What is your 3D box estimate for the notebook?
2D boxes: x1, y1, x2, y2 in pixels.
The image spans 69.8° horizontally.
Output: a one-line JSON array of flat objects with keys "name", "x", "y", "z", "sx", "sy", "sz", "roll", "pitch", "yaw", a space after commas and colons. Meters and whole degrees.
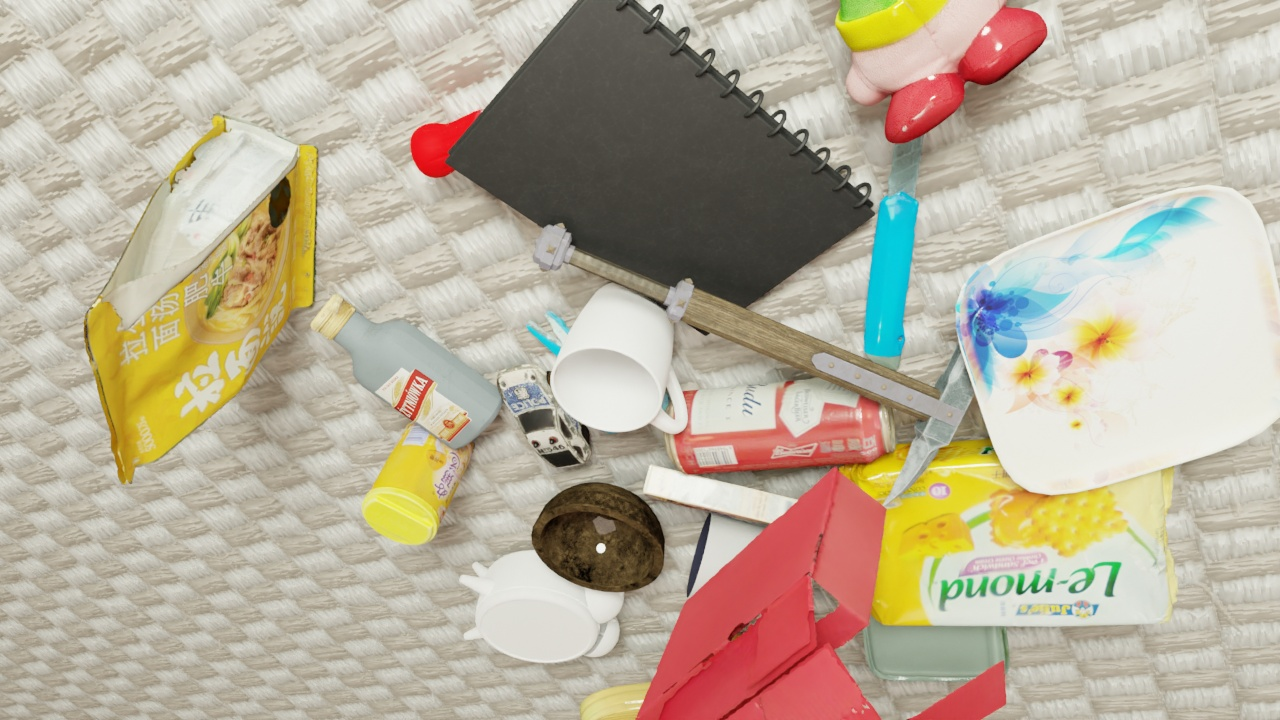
[{"name": "notebook", "x": 0.017, "y": -0.117, "z": 0.592, "sx": 0.231, "sy": 0.019, "sz": 0.170, "roll": 32, "pitch": 132, "yaw": -27}]

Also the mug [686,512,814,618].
[{"name": "mug", "x": 0.097, "y": 0.192, "z": 0.833, "sx": 0.097, "sy": 0.078, "sz": 0.112, "roll": 16, "pitch": 160, "yaw": 1}]

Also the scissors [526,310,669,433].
[{"name": "scissors", "x": -0.049, "y": 0.013, "z": 0.753, "sx": 0.141, "sy": 0.014, "sz": 0.091, "roll": 36, "pitch": 131, "yaw": -20}]

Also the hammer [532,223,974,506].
[{"name": "hammer", "x": 0.074, "y": -0.016, "z": 0.624, "sx": 0.317, "sy": 0.028, "sz": 0.147, "roll": 22, "pitch": 101, "yaw": -5}]

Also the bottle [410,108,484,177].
[{"name": "bottle", "x": -0.094, "y": -0.150, "z": 0.608, "sx": 0.119, "sy": 0.036, "sz": 0.036, "roll": -9, "pitch": 127, "yaw": 21}]

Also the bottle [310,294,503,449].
[{"name": "bottle", "x": -0.197, "y": 0.007, "z": 0.764, "sx": 0.161, "sy": 0.046, "sz": 0.072, "roll": 39, "pitch": 129, "yaw": -18}]

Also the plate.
[{"name": "plate", "x": 0.310, "y": -0.009, "z": 0.595, "sx": 0.187, "sy": 0.016, "sz": 0.187, "roll": -20, "pitch": 110, "yaw": 14}]

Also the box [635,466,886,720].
[{"name": "box", "x": 0.085, "y": 0.239, "z": 0.619, "sx": 0.124, "sy": 0.314, "sz": 0.212, "roll": 24, "pitch": 126, "yaw": -21}]

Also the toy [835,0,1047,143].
[{"name": "toy", "x": 0.144, "y": -0.195, "z": 0.475, "sx": 0.124, "sy": 0.096, "sz": 0.131, "roll": -34, "pitch": 92, "yaw": 31}]

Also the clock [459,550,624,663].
[{"name": "clock", "x": -0.099, "y": 0.246, "z": 0.938, "sx": 0.161, "sy": 0.072, "sz": 0.126, "roll": 7, "pitch": 132, "yaw": 0}]

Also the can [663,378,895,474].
[{"name": "can", "x": 0.105, "y": 0.050, "z": 0.705, "sx": 0.170, "sy": 0.067, "sz": 0.067, "roll": -6, "pitch": 128, "yaw": 20}]

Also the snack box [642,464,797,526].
[{"name": "snack box", "x": 0.078, "y": 0.119, "z": 0.773, "sx": 0.150, "sy": 0.026, "sz": 0.082, "roll": 13, "pitch": 171, "yaw": 4}]

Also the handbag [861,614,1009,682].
[{"name": "handbag", "x": 0.260, "y": 0.225, "z": 0.814, "sx": 0.122, "sy": 0.067, "sz": 0.106, "roll": -7, "pitch": 123, "yaw": 18}]

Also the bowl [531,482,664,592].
[{"name": "bowl", "x": -0.033, "y": 0.152, "z": 0.838, "sx": 0.121, "sy": 0.056, "sz": 0.121, "roll": 8, "pitch": 131, "yaw": 9}]

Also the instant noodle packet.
[{"name": "instant noodle packet", "x": -0.306, "y": -0.041, "z": 0.636, "sx": 0.084, "sy": 0.221, "sz": 0.163, "roll": 18, "pitch": 133, "yaw": -5}]

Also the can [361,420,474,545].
[{"name": "can", "x": -0.193, "y": 0.103, "z": 0.807, "sx": 0.068, "sy": 0.104, "sz": 0.068, "roll": 8, "pitch": 132, "yaw": 9}]

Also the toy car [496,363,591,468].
[{"name": "toy car", "x": -0.082, "y": 0.050, "z": 0.775, "sx": 0.049, "sy": 0.040, "sz": 0.113, "roll": -13, "pitch": 125, "yaw": 24}]

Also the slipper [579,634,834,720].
[{"name": "slipper", "x": 0.066, "y": 0.331, "z": 0.949, "sx": 0.263, "sy": 0.078, "sz": 0.100, "roll": -12, "pitch": 131, "yaw": -2}]

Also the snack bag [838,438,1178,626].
[{"name": "snack bag", "x": 0.279, "y": 0.128, "z": 0.713, "sx": 0.248, "sy": 0.068, "sz": 0.160, "roll": -5, "pitch": 118, "yaw": 18}]

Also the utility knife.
[{"name": "utility knife", "x": 0.172, "y": -0.073, "z": 0.617, "sx": 0.031, "sy": 0.015, "sz": 0.210, "roll": 3, "pitch": 134, "yaw": 8}]

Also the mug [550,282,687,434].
[{"name": "mug", "x": -0.004, "y": 0.004, "z": 0.681, "sx": 0.114, "sy": 0.087, "sz": 0.081, "roll": 41, "pitch": 128, "yaw": -20}]
